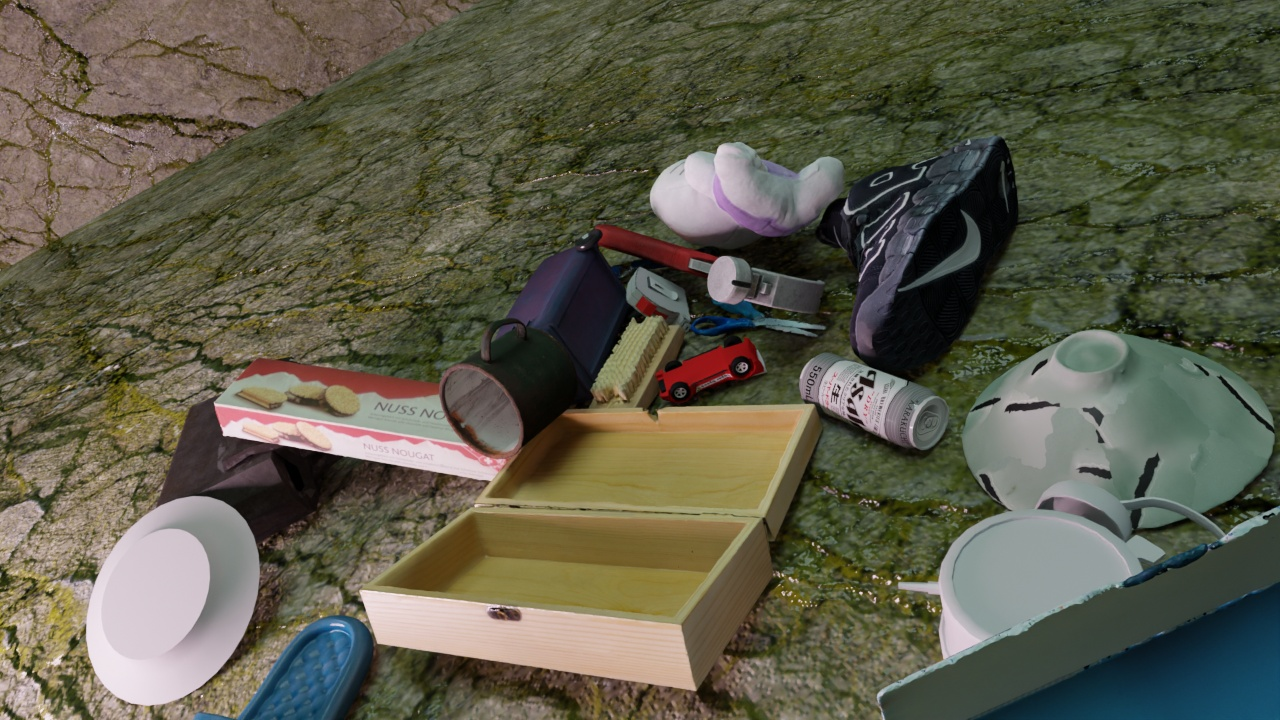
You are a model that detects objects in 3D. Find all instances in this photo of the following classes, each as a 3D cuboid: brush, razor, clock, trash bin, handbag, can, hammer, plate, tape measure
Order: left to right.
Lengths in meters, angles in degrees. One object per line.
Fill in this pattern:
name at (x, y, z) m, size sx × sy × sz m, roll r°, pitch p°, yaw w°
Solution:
plate at (-0.400, 0.196, 0.768) m, size 0.173 × 0.019 × 0.172 m, roll -7°, pitch 65°, yaw 16°
handbag at (-0.359, 0.077, 0.898) m, size 0.199 × 0.102 × 0.197 m, roll -27°, pitch 33°, yaw 1°
trash bin at (-0.069, -0.033, 0.857) m, size 0.092 × 0.094 × 0.160 m, roll -18°, pitch 32°, yaw 31°
brush at (-0.005, 0.005, 0.808) m, size 0.049 × 0.039 × 0.116 m, roll -3°, pitch 39°, yaw 34°
razor at (0.015, -0.100, 0.955) m, size 0.141 × 0.018 × 0.043 m, roll -11°, pitch 36°, yaw 23°
tape measure at (0.018, -0.059, 0.862) m, size 0.020 × 0.062 × 0.060 m, roll -54°, pitch 23°, yaw 27°
hammer at (0.045, -0.093, 0.858) m, size 0.126 × 0.036 × 0.316 m, roll 7°, pitch 11°, yaw -33°
can at (0.164, 0.028, 0.655) m, size 0.044 × 0.044 × 0.107 m, roll -40°, pitch 35°, yaw -19°
clock at (0.226, 0.123, 0.475) m, size 0.159 × 0.061 × 0.119 m, roll -23°, pitch 34°, yaw -2°

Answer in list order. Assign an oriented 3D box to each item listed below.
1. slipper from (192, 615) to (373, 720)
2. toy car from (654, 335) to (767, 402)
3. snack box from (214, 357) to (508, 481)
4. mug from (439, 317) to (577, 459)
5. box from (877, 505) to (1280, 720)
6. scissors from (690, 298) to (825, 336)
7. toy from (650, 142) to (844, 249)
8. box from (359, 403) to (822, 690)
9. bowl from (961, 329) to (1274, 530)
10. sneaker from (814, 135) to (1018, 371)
slipper at (-0.261, 0.260, 0.624) m, size 0.104 × 0.059 × 0.213 m, roll 1°, pitch 41°, yaw 32°
toy car at (0.058, 0.009, 0.771) m, size 0.089 × 0.025 × 0.038 m, roll -23°, pitch 34°, yaw 8°
snack box at (-0.234, 0.048, 0.813) m, size 0.273 × 0.044 × 0.076 m, roll 8°, pitch 38°, yaw 11°
mug at (-0.104, 0.012, 0.736) m, size 0.085 × 0.111 × 0.081 m, roll 19°, pitch 36°, yaw 25°
box at (0.220, 0.127, 0.384) m, size 0.243 × 0.167 × 0.075 m, roll -25°, pitch 20°, yaw 2°
scissors at (0.104, -0.031, 0.809) m, size 0.134 × 0.016 × 0.073 m, roll 20°, pitch 50°, yaw 42°
toy at (0.095, -0.150, 0.855) m, size 0.137 × 0.085 × 0.209 m, roll 4°, pitch 2°, yaw -17°
box at (-0.024, 0.113, 0.649) m, size 0.248 × 0.076 × 0.256 m, roll -2°, pitch 32°, yaw 31°
bowl at (0.283, 0.019, 0.563) m, size 0.174 × 0.068 × 0.174 m, roll -20°, pitch 32°, yaw 13°
sneaker at (0.199, -0.092, 0.756) m, size 0.151 × 0.097 × 0.251 m, roll 2°, pitch 42°, yaw 45°
